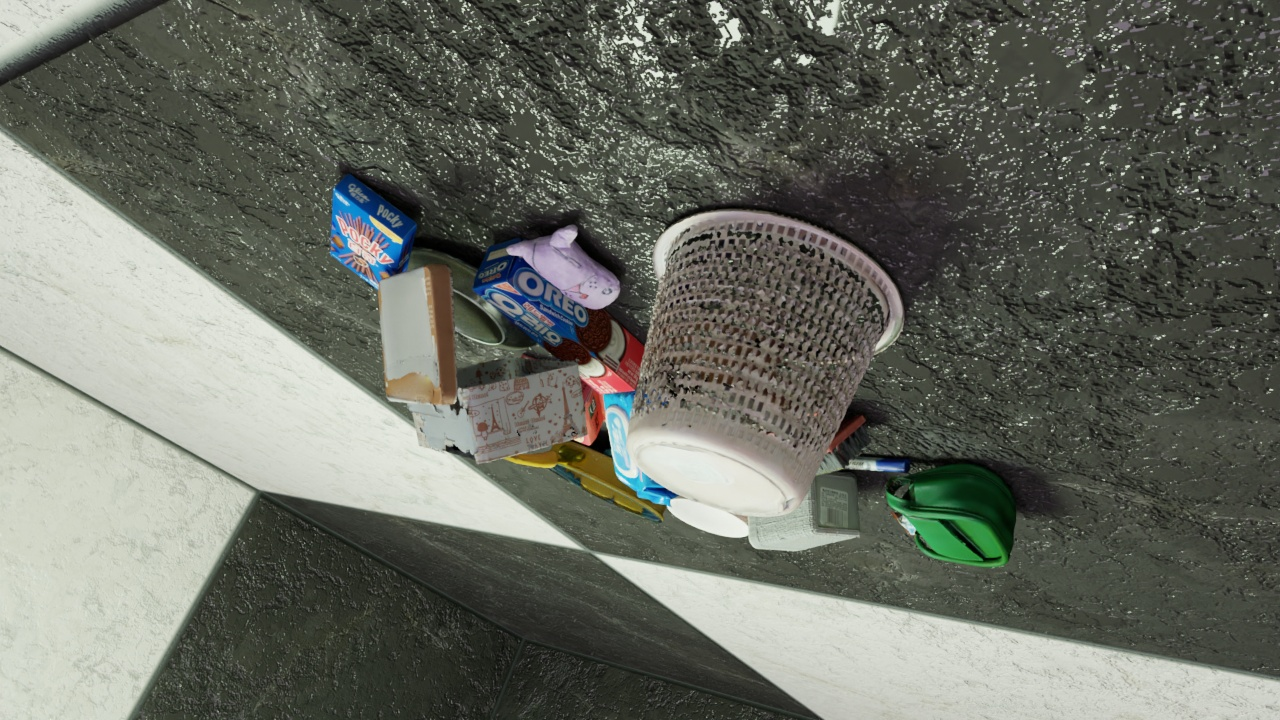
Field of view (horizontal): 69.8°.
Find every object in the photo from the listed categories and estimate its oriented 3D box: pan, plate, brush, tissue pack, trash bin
[{"bbox_3d":[-0.100,0.155,1.286,0.198,0.078,0.357,13,160,42],"label":"pan"},{"bbox_3d":[-0.196,-0.060,1.023,0.179,0.024,0.180,25,158,11],"label":"plate"},{"bbox_3d":[0.181,0.088,1.006,0.069,0.063,0.146,57,152,-1],"label":"brush"},{"bbox_3d":[-0.001,0.092,1.054,0.052,0.157,0.095,-14,-171,-23],"label":"tissue pack"},{"bbox_3d":[0.087,0.016,0.773,0.227,0.191,0.228,18,155,9],"label":"trash bin"}]

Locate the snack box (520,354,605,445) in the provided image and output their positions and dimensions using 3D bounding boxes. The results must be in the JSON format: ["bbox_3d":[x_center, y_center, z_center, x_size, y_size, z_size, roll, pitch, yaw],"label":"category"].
[{"bbox_3d":[-0.095,0.055,1.166,0.127,0.044,0.113,19,153,14],"label":"snack box"}]

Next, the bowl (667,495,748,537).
[{"bbox_3d":[0.102,0.189,1.260,0.118,0.064,0.118,17,155,8],"label":"bowl"}]

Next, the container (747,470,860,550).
[{"bbox_3d":[0.200,0.180,1.117,0.090,0.090,0.115,9,160,-30],"label":"container"}]

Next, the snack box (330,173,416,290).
[{"bbox_3d":[-0.284,-0.126,0.966,0.084,0.026,0.157,37,154,-4],"label":"snack box"}]

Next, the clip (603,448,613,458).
[{"bbox_3d":[-0.025,0.139,1.289,0.057,0.015,0.049,30,162,-16],"label":"clip"}]

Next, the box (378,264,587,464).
[{"bbox_3d":[-0.172,-0.007,0.943,0.156,0.193,0.183,-11,-172,-33],"label":"box"}]

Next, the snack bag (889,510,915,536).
[{"bbox_3d":[0.353,0.197,1.118,0.048,0.026,0.104,47,147,-17],"label":"snack bag"}]

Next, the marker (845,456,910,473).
[{"bbox_3d":[0.240,0.118,1.061,0.146,0.016,0.017,-1,147,40],"label":"marker"}]

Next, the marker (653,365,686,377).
[{"bbox_3d":[-0.006,0.006,1.041,0.124,0.015,0.018,8,154,23],"label":"marker"}]

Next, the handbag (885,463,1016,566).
[{"bbox_3d":[0.344,0.169,1.010,0.120,0.067,0.131,-3,145,37],"label":"handbag"}]

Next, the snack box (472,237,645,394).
[{"bbox_3d":[-0.079,-0.041,0.953,0.058,0.057,0.207,-7,142,42],"label":"snack box"}]

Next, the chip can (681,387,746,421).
[{"bbox_3d":[0.048,0.091,1.100,0.071,0.071,0.215,27,156,-10],"label":"chip can"}]

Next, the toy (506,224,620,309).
[{"bbox_3d":[-0.062,-0.086,0.868,0.084,0.038,0.108,-12,138,38],"label":"toy"}]
